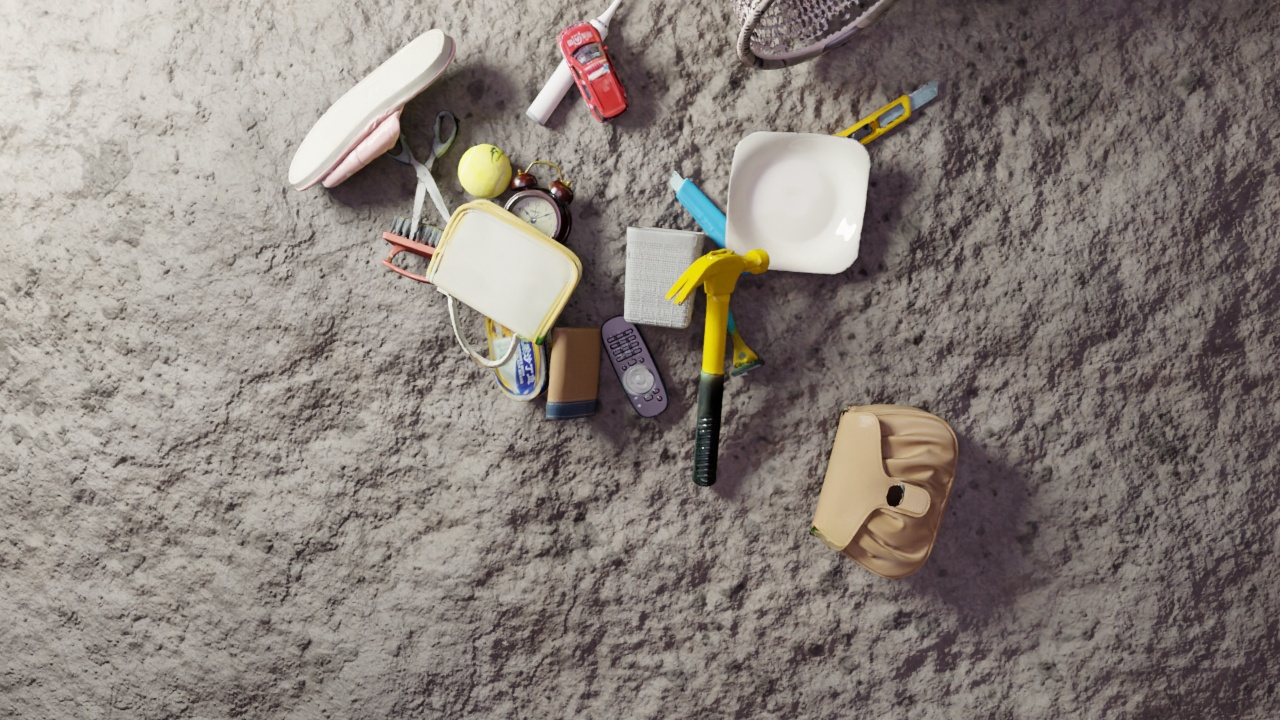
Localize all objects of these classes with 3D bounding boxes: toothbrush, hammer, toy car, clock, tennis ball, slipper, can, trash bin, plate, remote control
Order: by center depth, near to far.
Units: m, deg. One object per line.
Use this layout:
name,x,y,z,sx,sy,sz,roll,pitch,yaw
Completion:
trash bin,0.169,-0.465,1.003,0.228,0.227,0.192,-27,80,8
toy car,-0.054,-0.344,1.098,0.053,0.045,0.120,-30,112,-2
plate,0.186,-0.190,1.100,0.163,0.034,0.164,6,106,2
hammer,0.086,0.014,1.103,0.128,0.033,0.301,-11,116,-29
toothbrush,-0.066,-0.384,1.120,0.026,0.026,0.221,42,99,25
slipper,-0.324,-0.298,1.125,0.275,0.114,0.054,-37,136,15
tennis ball,-0.191,-0.233,1.131,0.065,0.065,0.065,1,96,6
clock,-0.127,-0.185,1.133,0.082,0.055,0.122,14,101,5
remote control,-0.007,0.007,1.157,0.053,0.024,0.136,-24,95,6
can,-0.152,-0.022,1.158,0.075,0.049,0.148,-8,95,7

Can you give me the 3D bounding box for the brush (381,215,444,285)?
brush,-0.248,-0.126,1.151,0.146,0.063,0.069,18,86,2

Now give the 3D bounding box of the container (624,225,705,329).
container,0.027,-0.101,1.110,0.090,0.090,0.114,7,100,6

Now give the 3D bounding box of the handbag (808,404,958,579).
handbag,0.295,0.153,1.102,0.148,0.099,0.204,14,94,8

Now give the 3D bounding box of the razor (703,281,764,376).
razor,0.108,-0.046,1.135,0.043,0.028,0.132,-23,99,22

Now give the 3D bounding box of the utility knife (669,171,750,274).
utility knife,0.091,-0.170,1.130,0.034,0.018,0.162,-42,89,-4

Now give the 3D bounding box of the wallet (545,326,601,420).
wallet,-0.083,0.015,1.137,0.033,0.090,0.115,11,98,34

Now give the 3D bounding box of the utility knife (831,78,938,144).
utility knife,0.273,-0.280,1.098,0.192,0.015,0.033,-31,95,9

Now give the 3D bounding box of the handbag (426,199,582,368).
handbag,-0.173,-0.084,1.100,0.163,0.063,0.179,30,105,-4

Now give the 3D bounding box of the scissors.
scissors,-0.268,-0.236,1.140,0.178,0.014,0.159,37,86,17
